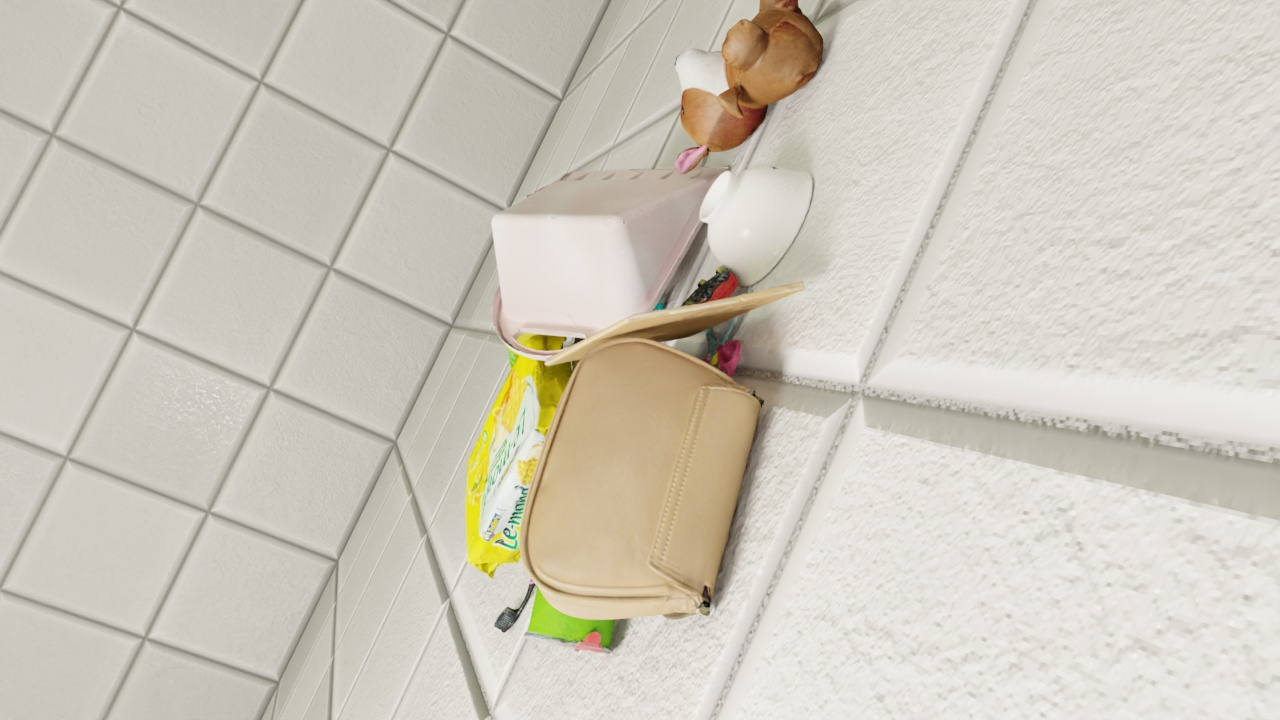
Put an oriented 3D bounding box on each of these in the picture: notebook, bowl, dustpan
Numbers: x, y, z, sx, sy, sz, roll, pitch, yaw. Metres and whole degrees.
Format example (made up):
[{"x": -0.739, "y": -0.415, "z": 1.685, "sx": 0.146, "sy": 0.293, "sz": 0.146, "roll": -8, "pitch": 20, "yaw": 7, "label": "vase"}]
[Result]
[{"x": 0.019, "y": -0.027, "z": 0.743, "sx": 0.208, "sy": 0.147, "sz": 0.008, "roll": 159, "pitch": 99, "yaw": -67, "label": "notebook"}, {"x": 0.092, "y": -0.132, "z": 0.823, "sx": 0.119, "sy": 0.064, "sz": 0.118, "roll": -54, "pitch": 20, "yaw": 30, "label": "bowl"}, {"x": -0.048, "y": -0.115, "z": 1.014, "sx": 0.223, "sy": 0.139, "sz": 0.272, "roll": 7, "pitch": 27, "yaw": 33, "label": "dustpan"}]

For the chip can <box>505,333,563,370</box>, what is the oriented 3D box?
[{"x": -0.128, "y": 0.002, "z": 1.130, "sx": 0.222, "sy": 0.072, "sz": 0.072, "roll": 101, "pitch": -172, "yaw": -68, "label": "chip can"}]

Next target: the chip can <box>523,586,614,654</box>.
[{"x": -0.036, "y": 0.117, "z": 0.759, "sx": 0.072, "sy": 0.072, "sz": 0.235, "roll": -23, "pitch": 53, "yaw": 65, "label": "chip can"}]

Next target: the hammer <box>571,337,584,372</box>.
[{"x": -0.070, "y": 0.004, "z": 1.126, "sx": 0.300, "sy": 0.033, "sz": 0.129, "roll": -92, "pitch": 19, "yaw": -62, "label": "hammer"}]

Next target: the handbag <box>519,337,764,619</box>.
[{"x": 0.000, "y": 0.089, "z": 0.669, "sx": 0.100, "sy": 0.148, "sz": 0.204, "roll": 73, "pitch": -148, "yaw": -61, "label": "handbag"}]

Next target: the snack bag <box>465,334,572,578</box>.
[{"x": -0.127, "y": 0.100, "z": 1.000, "sx": 0.157, "sy": 0.068, "sz": 0.247, "roll": -103, "pitch": 34, "yaw": -49, "label": "snack bag"}]

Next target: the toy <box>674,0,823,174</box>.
[{"x": 0.096, "y": -0.291, "z": 0.959, "sx": 0.139, "sy": 0.130, "sz": 0.200, "roll": -54, "pitch": 1, "yaw": -29, "label": "toy"}]

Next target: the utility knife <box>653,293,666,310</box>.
[{"x": -0.006, "y": 0.006, "z": 0.993, "sx": 0.029, "sy": 0.013, "sz": 0.175, "roll": 135, "pitch": 156, "yaw": -72, "label": "utility knife"}]

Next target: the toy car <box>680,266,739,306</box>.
[{"x": 0.060, "y": -0.055, "z": 0.855, "sx": 0.049, "sy": 0.031, "sz": 0.106, "roll": -47, "pitch": 6, "yaw": -13, "label": "toy car"}]

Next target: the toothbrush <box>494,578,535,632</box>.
[{"x": -0.104, "y": 0.218, "z": 0.970, "sx": 0.189, "sy": 0.017, "sz": 0.014, "roll": -57, "pitch": 19, "yaw": 17, "label": "toothbrush"}]

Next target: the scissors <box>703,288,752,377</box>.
[{"x": 0.064, "y": -0.005, "z": 0.806, "sx": 0.134, "sy": 0.017, "sz": 0.133, "roll": -59, "pitch": 13, "yaw": 14, "label": "scissors"}]
